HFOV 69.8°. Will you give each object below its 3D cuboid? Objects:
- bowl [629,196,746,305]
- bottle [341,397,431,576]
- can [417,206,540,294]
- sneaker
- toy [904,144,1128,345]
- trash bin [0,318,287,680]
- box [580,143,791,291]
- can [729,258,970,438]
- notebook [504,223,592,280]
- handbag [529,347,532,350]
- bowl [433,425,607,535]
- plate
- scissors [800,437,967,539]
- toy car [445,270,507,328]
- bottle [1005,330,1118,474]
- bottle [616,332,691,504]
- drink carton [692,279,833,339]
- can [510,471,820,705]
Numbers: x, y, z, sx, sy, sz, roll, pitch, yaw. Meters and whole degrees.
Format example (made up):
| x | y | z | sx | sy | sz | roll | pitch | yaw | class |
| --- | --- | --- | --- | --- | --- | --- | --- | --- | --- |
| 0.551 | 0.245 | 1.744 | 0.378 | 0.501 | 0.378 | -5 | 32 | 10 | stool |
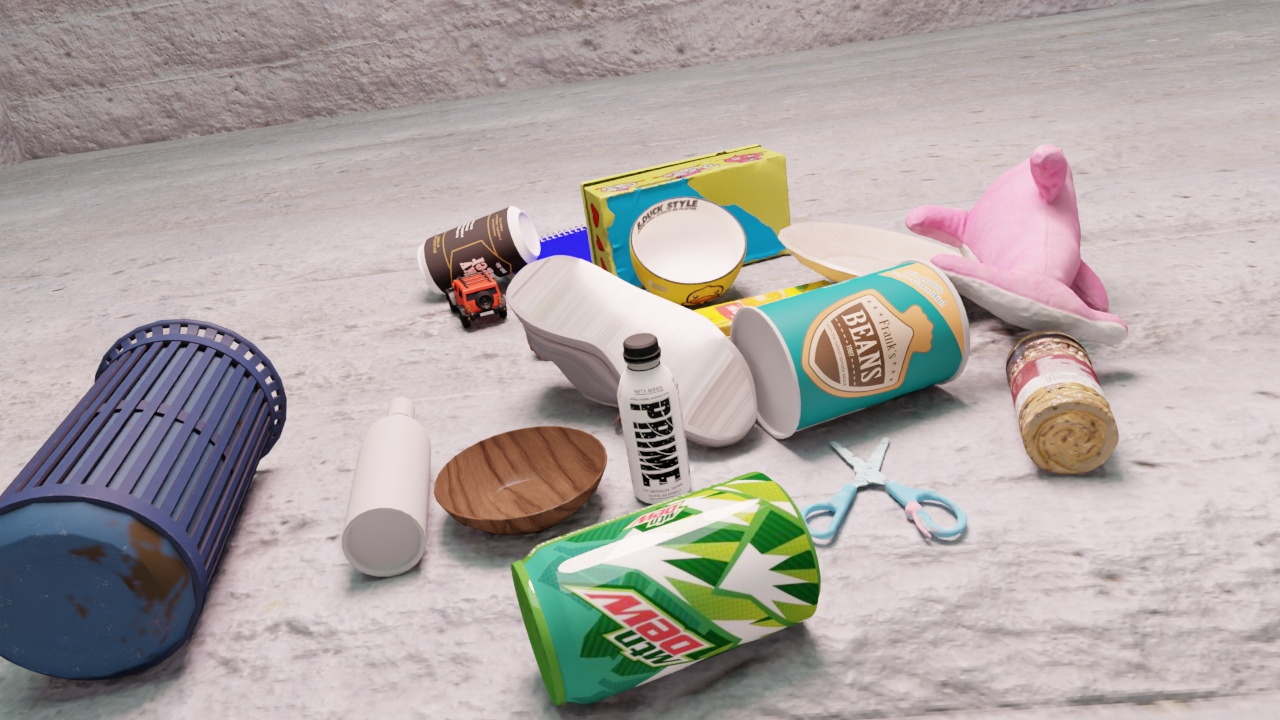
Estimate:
| x | y | z | sx | sy | sz | roll | pitch | yaw | class |
| --- | --- | --- | --- | --- | --- | --- | --- | --- | --- |
| 0.047 | -0.103 | 0.940 | 0.117 | 0.068 | 0.117 | 1 | 56 | -1 | bowl |
| -0.179 | 0.077 | 0.666 | 0.052 | 0.052 | 0.195 | -12 | 24 | -6 | bottle |
| -0.186 | -0.125 | 1.059 | 0.129 | 0.072 | 0.071 | -18 | 22 | 15 | can |
| -0.004 | 0.004 | 0.738 | 0.236 | 0.089 | 0.099 | 34 | 71 | 26 | sneaker |
| 0.322 | -0.111 | 0.757 | 0.187 | 0.128 | 0.264 | 22 | 32 | 5 | toy |
| -0.329 | 0.083 | 0.607 | 0.139 | 0.139 | 0.249 | -11 | 26 | -5 | trash bin |
| 0.052 | -0.157 | 1.019 | 0.220 | 0.124 | 0.079 | -17 | 25 | -12 | box |
| 0.154 | -0.010 | 0.685 | 0.143 | 0.099 | 0.099 | -17 | 26 | -16 | can |
| -0.065 | -0.134 | 1.128 | 0.208 | 0.022 | 0.172 | -20 | 28 | -22 | notebook |
| -0.071 | -0.042 | 0.905 | 0.079 | 0.054 | 0.128 | -17 | 26 | 8 | handbag |
| -0.080 | 0.088 | 0.632 | 0.119 | 0.032 | 0.119 | -7 | 24 | 3 | bowl |
| 0.220 | -0.090 | 0.857 | 0.188 | 0.027 | 0.188 | 7 | 23 | -3 | plate |
| 0.140 | 0.085 | 0.595 | 0.118 | 0.015 | 0.139 | -14 | 19 | -13 | scissors |
| -0.179 | -0.072 | 0.995 | 0.051 | 0.049 | 0.100 | -17 | 25 | -18 | toy car |
| 0.280 | 0.026 | 0.616 | 0.056 | 0.056 | 0.105 | -1 | 25 | 16 | bottle |
| 0.008 | 0.038 | 0.610 | 0.041 | 0.116 | 0.041 | -7 | 25 | 3 | bottle |
| 0.117 | -0.033 | 0.819 | 0.134 | 0.043 | 0.058 | -14 | 22 | -13 | drink carton |
| 0.012 | 0.117 | 0.476 | 0.144 | 0.083 | 0.083 | -16 | 25 | -16 | can |
